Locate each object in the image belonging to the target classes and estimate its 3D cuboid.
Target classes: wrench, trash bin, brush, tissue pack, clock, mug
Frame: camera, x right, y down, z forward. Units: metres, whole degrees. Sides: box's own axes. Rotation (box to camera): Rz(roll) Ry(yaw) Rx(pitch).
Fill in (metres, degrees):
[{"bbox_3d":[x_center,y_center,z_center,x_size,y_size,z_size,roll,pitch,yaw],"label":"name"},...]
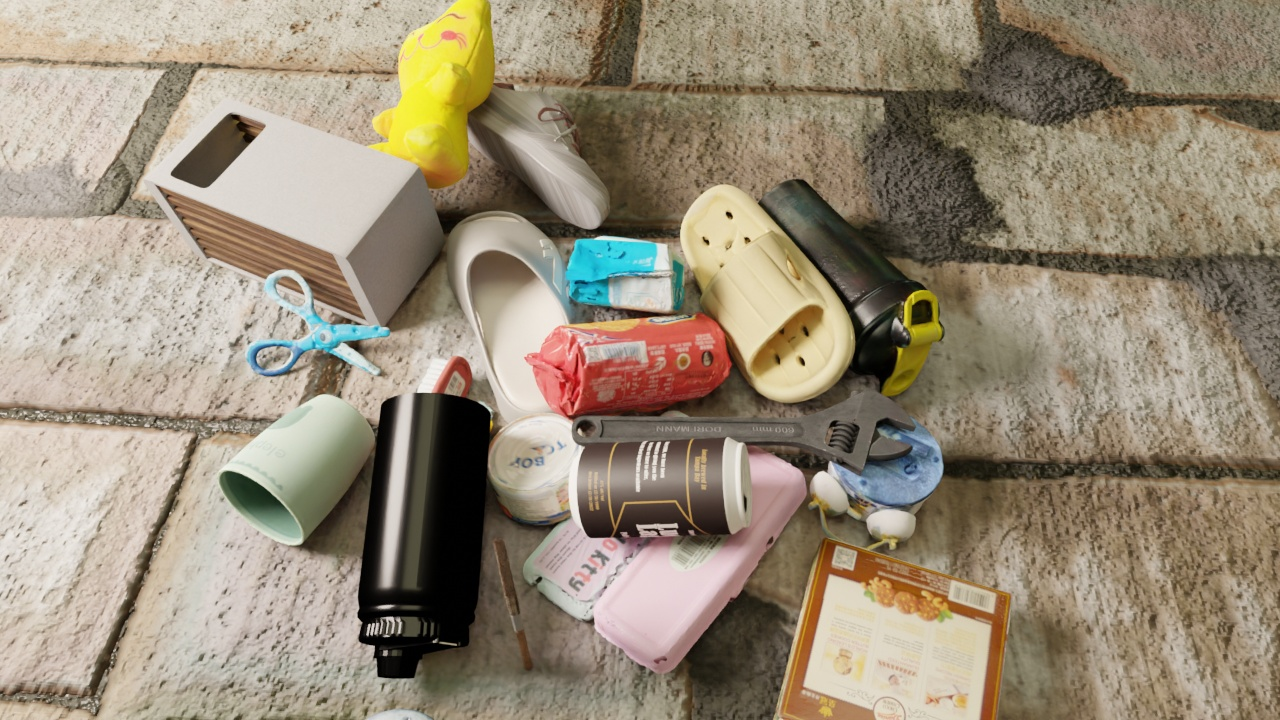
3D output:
[{"bbox_3d":[0.082,0.056,0.730,0.273,0.018,0.073,0,57,1],"label":"wrench"},{"bbox_3d":[-0.322,-0.140,0.873,0.229,0.115,0.114,21,61,15],"label":"trash bin"},{"bbox_3d":[-0.084,0.179,0.629,0.008,0.143,0.045,-13,47,-10],"label":"brush"},{"bbox_3d":[-0.189,0.069,0.779,0.030,0.041,0.172,3,55,24],"label":"brush"},{"bbox_3d":[-0.008,-0.076,0.822,0.093,0.144,0.061,7,93,6],"label":"tissue pack"},{"bbox_3d":[-0.147,0.282,0.609,0.119,0.057,0.083,9,54,8],"label":"clock"},{"bbox_3d":[-0.283,0.083,0.747,0.111,0.084,0.103,-2,37,34],"label":"mug"},{"bbox_3d":[0.189,0.098,0.741,0.089,0.052,0.125,27,59,18],"label":"clock"}]

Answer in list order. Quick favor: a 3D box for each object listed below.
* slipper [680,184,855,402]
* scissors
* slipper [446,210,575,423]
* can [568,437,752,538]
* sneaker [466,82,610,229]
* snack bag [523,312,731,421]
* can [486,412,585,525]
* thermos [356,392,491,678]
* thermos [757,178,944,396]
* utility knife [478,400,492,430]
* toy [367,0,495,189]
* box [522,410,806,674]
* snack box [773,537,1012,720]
[{"bbox_3d":[0.090,-0.071,0.824,0.079,0.112,0.261,16,35,-40],"label":"slipper"},{"bbox_3d":[-0.297,-0.013,0.836,0.140,0.013,0.118,34,90,-1],"label":"scissors"},{"bbox_3d":[-0.116,-0.059,0.840,0.113,0.081,0.265,-15,56,-7],"label":"slipper"},{"bbox_3d":[0.016,0.096,0.689,0.129,0.072,0.071,-4,53,14],"label":"can"},{"bbox_3d":[-0.095,-0.227,0.950,0.089,0.099,0.236,-42,61,-13],"label":"sneaker"},{"bbox_3d":[-0.005,0.005,0.778,0.176,0.083,0.082,-7,52,-29],"label":"snack bag"},{"bbox_3d":[-0.081,0.087,0.750,0.086,0.043,0.086,-6,45,6],"label":"can"},{"bbox_3d":[-0.162,0.132,0.686,0.086,0.086,0.198,0,66,0],"label":"thermos"},{"bbox_3d":[0.187,-0.076,0.843,0.098,0.098,0.220,-20,53,-14],"label":"thermos"},{"bbox_3d":[-0.159,0.100,0.768,0.030,0.017,0.158,19,53,1],"label":"utility knife"},{"bbox_3d":[-0.193,-0.257,0.898,0.135,0.087,0.193,-18,54,40],"label":"toy"},{"bbox_3d":[0.021,0.132,0.728,0.153,0.037,0.200,28,59,28],"label":"box"},{"bbox_3d":[0.182,0.218,0.662,0.143,0.041,0.146,16,56,11],"label":"snack box"}]
